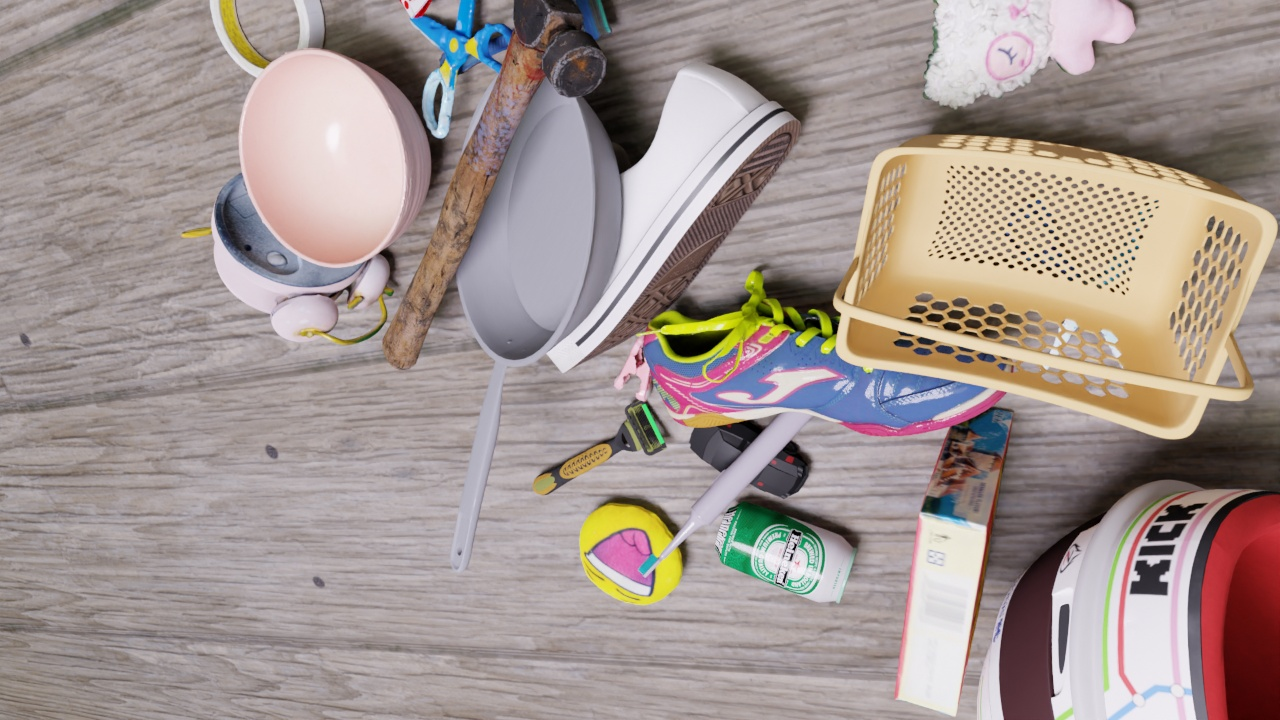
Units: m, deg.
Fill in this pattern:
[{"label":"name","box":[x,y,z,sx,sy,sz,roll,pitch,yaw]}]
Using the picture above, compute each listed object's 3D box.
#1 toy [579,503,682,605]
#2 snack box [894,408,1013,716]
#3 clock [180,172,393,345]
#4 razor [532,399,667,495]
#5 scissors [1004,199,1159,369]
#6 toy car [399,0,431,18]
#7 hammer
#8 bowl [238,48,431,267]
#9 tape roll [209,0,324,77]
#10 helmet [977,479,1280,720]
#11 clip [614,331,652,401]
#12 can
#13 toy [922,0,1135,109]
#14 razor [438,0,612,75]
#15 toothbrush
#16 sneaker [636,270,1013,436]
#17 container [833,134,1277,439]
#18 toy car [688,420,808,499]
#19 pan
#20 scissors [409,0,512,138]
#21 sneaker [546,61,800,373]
[{"label":"toy","box":[-0.009,0.163,0.772,0.095,0.041,0.094,30,120,12]},{"label":"snack box","box":[0.202,0.122,0.588,0.040,0.144,0.143,10,118,24]},{"label":"clock","box":[-0.266,-0.078,0.728,0.158,0.116,0.059,44,136,-1]},{"label":"razor","box":[-0.040,0.080,0.756,0.144,0.021,0.044,-31,81,33]},{"label":"scissors","box":[0.262,-0.048,0.553,0.119,0.014,0.129,21,125,11]},{"label":"toy car","box":[-0.164,-0.279,0.622,0.038,0.025,0.089,-35,88,34]},{"label":"hammer","box":[-0.122,-0.111,0.620,0.331,0.033,0.120,-54,53,42]},{"label":"bowl","box":[-0.213,-0.150,0.681,0.153,0.076,0.153,7,107,21]},{"label":"tape roll","box":[-0.284,-0.262,0.697,0.094,0.019,0.094,11,119,21]},{"label":"helmet","box":[0.315,0.214,0.529,0.314,0.230,0.237,44,152,-6]},{"label":"clip","box":[0.003,0.009,0.699,0.045,0.023,0.060,43,127,-6]},{"label":"can","box":[0.110,0.146,0.699,0.101,0.053,0.053,18,121,16]},{"label":"toy","box":[0.206,-0.188,0.493,0.109,0.041,0.096,-3,113,20]},{"label":"razor","box":[-0.082,-0.222,0.623,0.141,0.018,0.044,-8,109,32]},{"label":"toothbrush","box":[0.065,0.087,0.657,0.019,0.018,0.188,42,96,-3]},{"label":"sneaker","box":[0.106,-0.003,0.586,0.242,0.116,0.091,-3,123,34]},{"label":"container","box":[0.203,-0.041,0.471,0.183,0.166,0.129,15,121,17]},{"label":"toy car","box":[0.080,0.072,0.686,0.092,0.036,0.042,30,124,9]},{"label":"pan","box":[-0.088,-0.021,0.631,0.201,0.050,0.357,26,112,52]},{"label":"scissors","box":[-0.124,-0.211,0.628,0.125,0.013,0.130,41,118,32]},{"label":"sneaker","box":[-0.006,-0.094,0.616,0.097,0.091,0.246,47,129,11]}]
